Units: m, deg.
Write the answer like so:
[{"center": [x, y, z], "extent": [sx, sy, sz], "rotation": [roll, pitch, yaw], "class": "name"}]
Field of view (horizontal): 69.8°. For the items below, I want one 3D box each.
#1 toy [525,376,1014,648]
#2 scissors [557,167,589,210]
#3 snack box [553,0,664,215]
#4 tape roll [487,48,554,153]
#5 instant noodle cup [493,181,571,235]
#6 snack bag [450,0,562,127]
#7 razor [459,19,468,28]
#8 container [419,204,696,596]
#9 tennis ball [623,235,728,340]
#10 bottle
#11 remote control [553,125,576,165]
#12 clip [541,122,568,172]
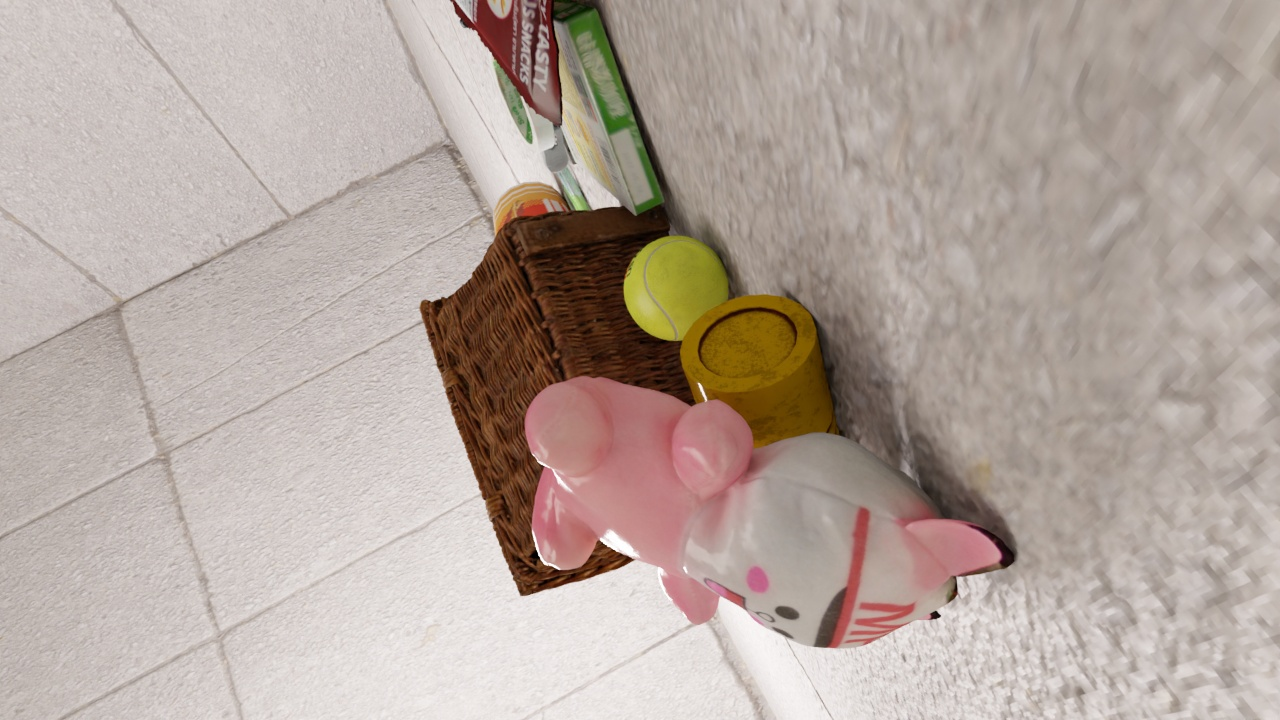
[{"center": [0.051, 0.074, 0.432], "extent": [0.213, 0.084, 0.142], "rotation": [17, 141, 10], "class": "toy"}, {"center": [-0.050, -0.143, 1.000], "extent": [0.093, 0.032, 0.175], "rotation": [85, 160, -68], "class": "scissors"}, {"center": [-0.039, -0.185, 0.645], "extent": [0.132, 0.027, 0.168], "rotation": [67, 173, -30], "class": "snack box"}, {"center": [-0.099, -0.220, 0.766], "extent": [0.093, 0.018, 0.094], "rotation": [60, 168, 21], "class": "tape roll"}, {"center": [-0.125, -0.149, 1.137], "extent": [0.123, 0.123, 0.121], "rotation": [69, 179, -49], "class": "instant noodle cup"}, {"center": [-0.100, -0.259, 0.583], "extent": [0.207, 0.066, 0.139], "rotation": [57, 150, 37], "class": "snack bag"}, {"center": [-0.165, -0.373, 0.905], "extent": [0.144, 0.022, 0.042], "rotation": [165, 117, -80], "class": "razor"}, {"center": [-0.034, 0.017, 0.671], "extent": [0.184, 0.162, 0.249], "rotation": [-45, 63, 55], "class": "container"}, {"center": [0.022, -0.045, 0.572], "extent": [0.065, 0.065, 0.065], "rotation": [61, 174, 11], "class": "tennis ball"}, {"center": [0.075, 0.046, 0.513], "extent": [0.071, 0.071, 0.164], "rotation": [56, 171, 47], "class": "bottle"}, {"center": [-0.090, -0.228, 0.940], "extent": [0.033, 0.013, 0.136], "rotation": [68, 172, -28], "class": "remote control"}, {"center": [-0.101, -0.253, 0.821], "extent": [0.115, 0.028, 0.163], "rotation": [61, 168, 19], "class": "clip"}]
